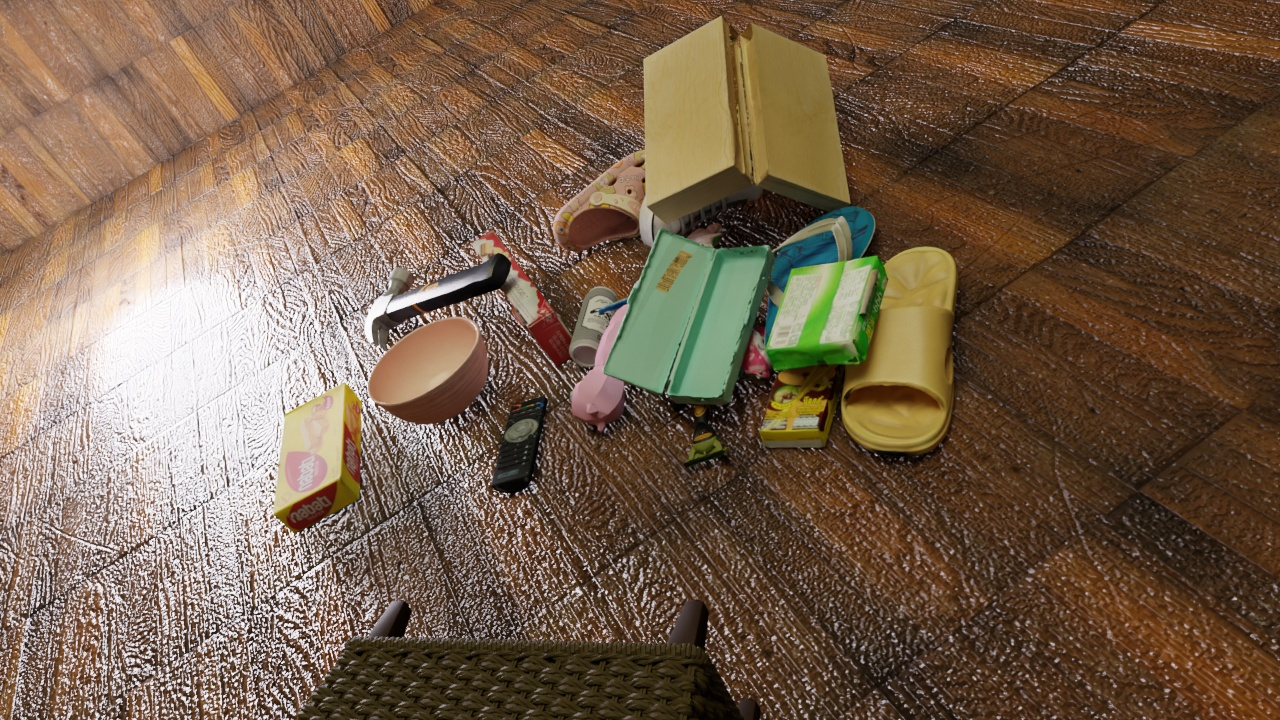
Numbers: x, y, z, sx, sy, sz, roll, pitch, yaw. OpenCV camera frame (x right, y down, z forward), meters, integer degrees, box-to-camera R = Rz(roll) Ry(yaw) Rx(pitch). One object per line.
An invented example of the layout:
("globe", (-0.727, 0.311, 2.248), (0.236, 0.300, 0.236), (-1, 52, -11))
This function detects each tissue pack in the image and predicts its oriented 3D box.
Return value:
("tissue pack", (0.173, -0.044, 0.845), (0.100, 0.034, 0.113), (-5, 50, 42))

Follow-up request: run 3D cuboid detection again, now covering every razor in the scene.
("razor", (0.063, 0.044, 0.921), (0.044, 0.021, 0.143), (-21, 41, 23))

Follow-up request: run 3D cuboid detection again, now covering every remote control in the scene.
("remote control", (-0.130, 0.090, 1.005), (0.045, 0.021, 0.140), (-16, 33, 14))

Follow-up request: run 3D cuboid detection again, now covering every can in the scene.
("can", (-0.054, -0.041, 1.092), (0.044, 0.044, 0.106), (-11, 40, 21))

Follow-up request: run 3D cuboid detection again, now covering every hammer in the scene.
("hammer", (-0.274, -0.092, 1.229), (0.313, 0.035, 0.139), (-13, 49, 45))

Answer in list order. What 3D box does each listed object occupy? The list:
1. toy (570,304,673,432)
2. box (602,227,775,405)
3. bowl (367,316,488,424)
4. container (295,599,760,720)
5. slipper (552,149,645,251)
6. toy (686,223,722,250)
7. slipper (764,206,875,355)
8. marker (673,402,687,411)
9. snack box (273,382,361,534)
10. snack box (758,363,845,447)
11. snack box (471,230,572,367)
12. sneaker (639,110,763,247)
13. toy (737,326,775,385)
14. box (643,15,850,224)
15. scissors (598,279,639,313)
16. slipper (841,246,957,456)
("toy", (-0.006, 0.006, 0.989), (0.123, 0.067, 0.157), (1, 49, 32))
("box", (0.052, -0.046, 0.945), (0.138, 0.055, 0.186), (11, 62, 22))
("bowl", (-0.245, 0.024, 1.110), (0.153, 0.076, 0.152), (-18, 36, 13))
("container", (-0.078, 0.284, 0.615), (0.322, 0.176, 0.204), (-7, 38, 26))
("slipper", (-0.025, -0.207, 1.241), (0.197, 0.093, 0.081), (-32, 47, -4))
("toy", (0.063, -0.130, 1.127), (0.096, 0.041, 0.108), (-8, 35, 47))
("slipper", (0.179, -0.100, 0.974), (0.118, 0.060, 0.294), (-18, 27, 29))
("marker", (0.070, 0.004, 0.982), (0.018, 0.015, 0.133), (29, 59, 14))
("snack box", (-0.392, 0.115, 1.123), (0.092, 0.042, 0.200), (-27, 36, 3))
("snack box", (0.164, 0.021, 0.893), (0.061, 0.026, 0.148), (-3, 43, 31))
("snack box", (-0.155, -0.085, 1.185), (0.044, 0.077, 0.273), (-35, 37, -4))
("sneaker", (0.105, -0.224, 1.187), (0.097, 0.091, 0.244), (34, 65, 32))
("toy", (0.112, -0.012, 0.952), (0.066, 0.050, 0.102), (-7, 36, 33))
("box", (0.125, -0.298, 1.128), (0.252, 0.119, 0.247), (0, 62, -2))
("scissors", (0.004, -0.072, 1.062), (0.125, 0.127, 0.013), (-20, 70, -32))
("slipper", (0.242, -0.027, 0.860), (0.100, 0.078, 0.262), (-5, 43, 32))
